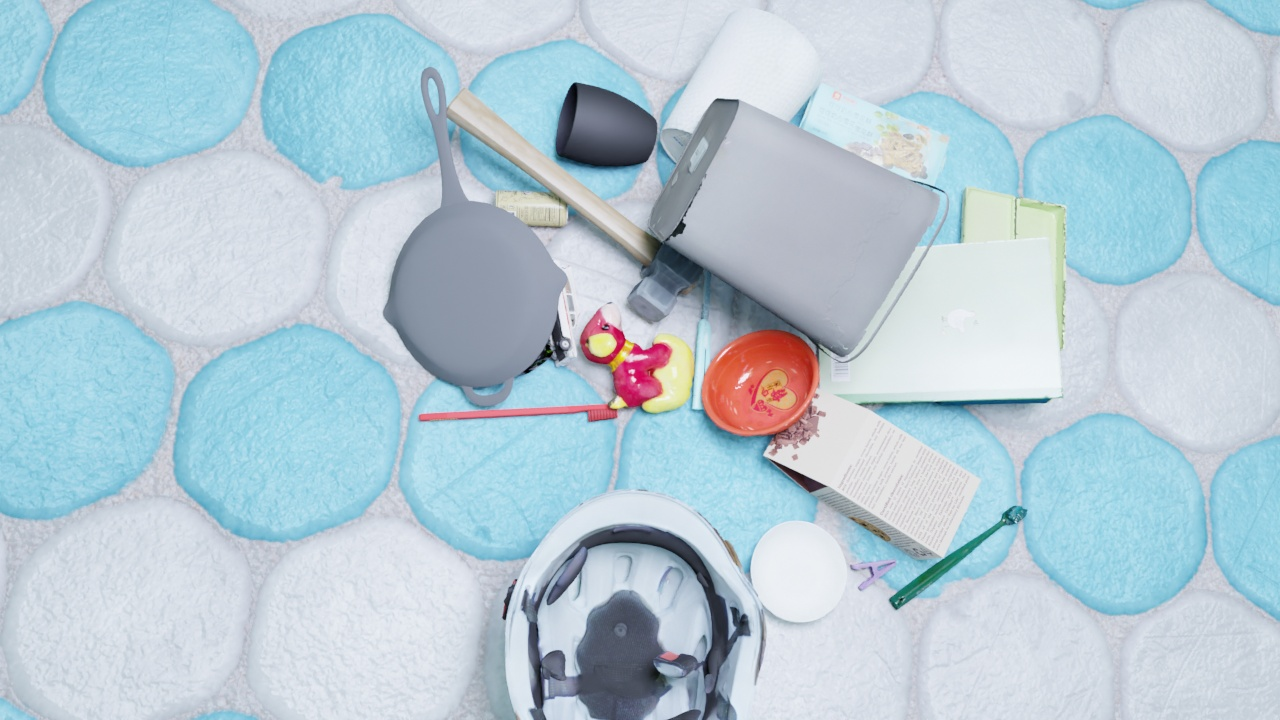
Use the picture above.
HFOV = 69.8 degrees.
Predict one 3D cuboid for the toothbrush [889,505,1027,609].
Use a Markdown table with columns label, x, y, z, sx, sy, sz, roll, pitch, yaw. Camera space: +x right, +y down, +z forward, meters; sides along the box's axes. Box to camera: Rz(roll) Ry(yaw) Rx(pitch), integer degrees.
| label | x | y | z | sx | sy | sz | roll | pitch | yaw |
| --- | --- | --- | --- | --- | --- | --- | --- | --- | --- |
| toothbrush | 0.349 | 0.213 | 1.002 | 0.189 | 0.017 | 0.016 | -32 | 82 | -13 |

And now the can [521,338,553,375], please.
| label | x | y | z | sx | sy | sz | roll | pitch | yaw |
| --- | --- | --- | --- | --- | --- | --- | --- | --- | --- |
| can | -0.150 | -0.052 | 0.986 | 0.054 | 0.054 | 0.137 | -35 | 83 | -14 |

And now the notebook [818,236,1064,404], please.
| label | x | y | z | sx | sy | sz | roll | pitch | yaw |
| --- | --- | --- | --- | --- | --- | --- | --- | --- | --- |
| notebook | 0.322 | -0.042 | 1.012 | 0.253 | 0.010 | 0.181 | -3 | 73 | 17 |

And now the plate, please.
| label | x | y | z | sx | sy | sz | roll | pitch | yaw |
| --- | --- | --- | --- | --- | --- | --- | --- | --- | --- |
| plate | 0.164 | 0.223 | 0.972 | 0.104 | 0.026 | 0.104 | 2 | 76 | -8 |

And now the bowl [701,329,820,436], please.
| label | x | y | z | sx | sy | sz | roll | pitch | yaw |
| --- | --- | --- | --- | --- | --- | --- | --- | --- | --- |
| bowl | 0.133 | 0.032 | 0.987 | 0.131 | 0.045 | 0.130 | -15 | 53 | 20 |

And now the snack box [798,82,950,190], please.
| label | x | y | z | sx | sy | sz | roll | pitch | yaw |
| --- | --- | --- | --- | --- | --- | --- | --- | --- | --- |
| snack box | 0.272 | -0.257 | 1.091 | 0.174 | 0.053 | 0.074 | 23 | 74 | -2 |

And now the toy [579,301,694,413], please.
| label | x | y | z | sx | sy | sz | roll | pitch | yaw |
| --- | --- | --- | --- | --- | --- | --- | --- | --- | --- |
| toy | -0.006 | 0.006 | 0.992 | 0.137 | 0.067 | 0.105 | 32 | 76 | -11 |

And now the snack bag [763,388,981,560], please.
| label | x | y | z | sx | sy | sz | roll | pitch | yaw |
| --- | --- | --- | --- | --- | --- | --- | --- | --- | --- |
| snack bag | 0.242 | 0.117 | 0.985 | 0.206 | 0.070 | 0.094 | 32 | 74 | 1 |

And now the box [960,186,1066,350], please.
| label | x | y | z | sx | sy | sz | roll | pitch | yaw |
| --- | --- | --- | --- | --- | --- | --- | --- | --- | --- |
| box | 0.440 | -0.109 | 1.089 | 0.137 | 0.024 | 0.187 | 9 | 75 | -11 |

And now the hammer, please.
| label | x | y | z | sx | sy | sz | roll | pitch | yaw |
| --- | --- | --- | --- | --- | --- | --- | --- | --- | --- |
| hammer | -0.069 | -0.179 | 0.995 | 0.323 | 0.051 | 0.117 | 37 | 67 | -9 |

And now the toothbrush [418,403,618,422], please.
| label | x | y | z | sx | sy | sz | roll | pitch | yaw |
| --- | --- | --- | --- | --- | --- | --- | --- | --- | --- |
| toothbrush | -0.129 | 0.061 | 0.983 | 0.212 | 0.012 | 0.018 | -3 | 76 | -8 |

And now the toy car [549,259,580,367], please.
| label | x | y | z | sx | sy | sz | roll | pitch | yaw |
| --- | --- | --- | --- | --- | --- | --- | --- | --- | --- |
| toy car | -0.084 | -0.052 | 1.005 | 0.039 | 0.039 | 0.113 | -6 | 77 | -31 |

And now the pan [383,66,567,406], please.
| label | x | y | z | sx | sy | sz | roll | pitch | yaw |
| --- | --- | --- | --- | --- | --- | --- | --- | --- | --- |
| pan | -0.190 | -0.128 | 0.949 | 0.217 | 0.024 | 0.354 | -10 | 92 | 19 |

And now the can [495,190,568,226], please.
| label | x | y | z | sx | sy | sz | roll | pitch | yaw |
| --- | --- | --- | --- | --- | --- | --- | --- | --- | --- |
| can | -0.122 | -0.170 | 1.027 | 0.079 | 0.038 | 0.038 | 1 | 76 | -7 |

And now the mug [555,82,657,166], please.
| label | x | y | z | sx | sy | sz | roll | pitch | yaw |
| --- | --- | --- | --- | --- | --- | --- | --- | --- | --- |
| mug | -0.038 | -0.273 | 1.049 | 0.100 | 0.085 | 0.118 | 10 | 44 | -19 |

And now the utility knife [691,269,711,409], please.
| label | x | y | z | sx | sy | sz | roll | pitch | yaw |
| --- | --- | --- | --- | --- | --- | --- | --- | --- | --- |
| utility knife | 0.070 | -0.029 | 1.030 | 0.022 | 0.016 | 0.177 | 15 | 71 | -34 |

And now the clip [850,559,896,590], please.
| label | x | y | z | sx | sy | sz | roll | pitch | yaw |
| --- | --- | --- | --- | --- | --- | --- | --- | --- | --- |
| clip | 0.251 | 0.231 | 0.989 | 0.050 | 0.014 | 0.046 | 9 | 75 | -3 |

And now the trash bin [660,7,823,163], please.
| label | x | y | z | sx | sy | sz | roll | pitch | yaw |
| --- | --- | --- | --- | --- | --- | --- | --- | --- | --- |
| trash bin | 0.109 | -0.291 | 1.044 | 0.133 | 0.133 | 0.161 | 34 | 80 | 2 |

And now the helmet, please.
| label | x | y | z | sx | sy | sz | roll | pitch | yaw |
| --- | --- | --- | --- | --- | --- | --- | --- | --- | --- |
| helmet | -0.014 | 0.265 | 0.869 | 0.236 | 0.164 | 0.263 | 3 | 69 | -11 |

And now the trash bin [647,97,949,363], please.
| label | x | y | z | sx | sy | sz | roll | pitch | yaw |
| --- | --- | --- | --- | --- | --- | --- | --- | --- | --- |
| trash bin | 0.144 | -0.144 | 0.930 | 0.220 | 0.197 | 0.198 | 26 | 102 | -14 |

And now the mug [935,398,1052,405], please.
| label | x | y | z | sx | sy | sz | roll | pitch | yaw |
| --- | --- | --- | --- | --- | --- | --- | --- | --- | --- |
| mug | 0.391 | 0.016 | 1.030 | 0.121 | 0.078 | 0.078 | -6 | 77 | -3 |
